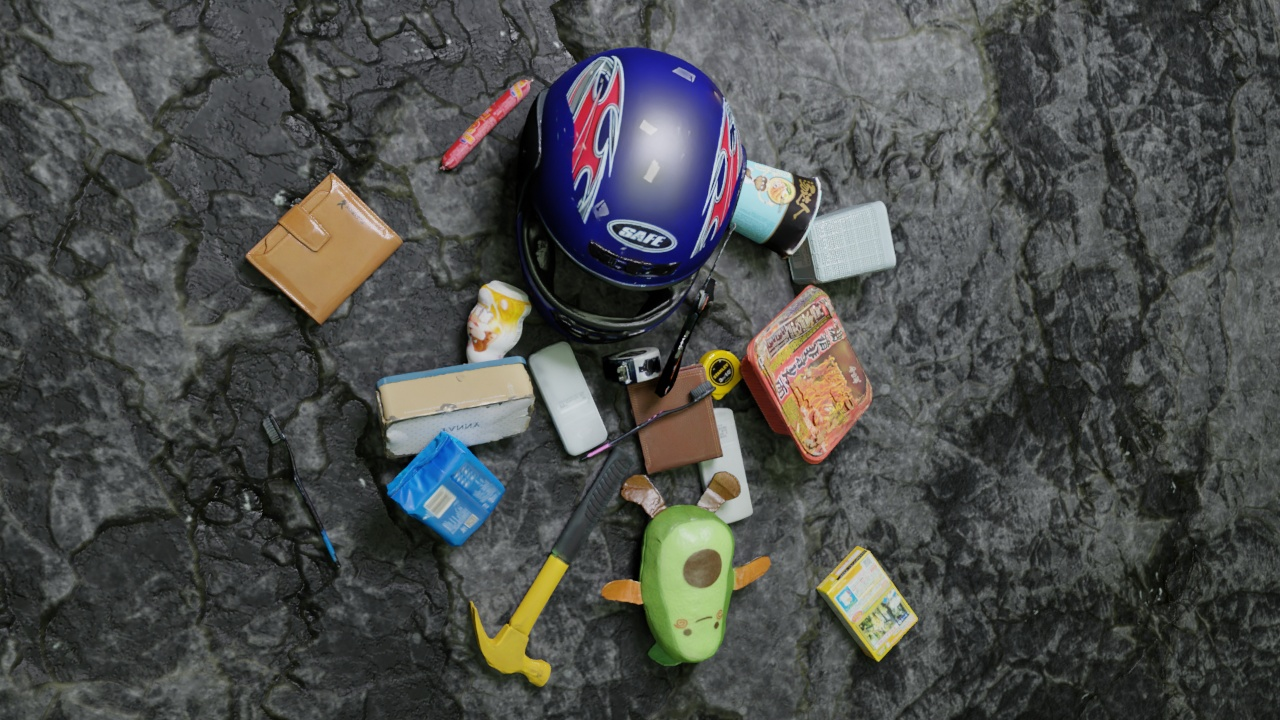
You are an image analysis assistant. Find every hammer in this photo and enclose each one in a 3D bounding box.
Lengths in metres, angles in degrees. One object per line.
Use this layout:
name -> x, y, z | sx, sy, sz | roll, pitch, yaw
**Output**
hammer -> -0.097, 0.238, 1.110 | 0.128, 0.033, 0.300 | 35, 81, -21

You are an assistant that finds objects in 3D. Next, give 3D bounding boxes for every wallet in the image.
wallet -> 0.043, 0.073, 1.143 | 0.101, 0.032, 0.124 | -13, 97, 1
wallet -> -0.342, -0.121, 0.995 | 0.108, 0.031, 0.131 | 47, 76, -19

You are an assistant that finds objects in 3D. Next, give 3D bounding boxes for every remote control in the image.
remote control -> -0.088, 0.046, 1.107 | 0.055, 0.020, 0.136 | -27, 102, -19
remote control -> 0.103, 0.136, 1.185 | 0.058, 0.021, 0.150 | -14, 98, -14

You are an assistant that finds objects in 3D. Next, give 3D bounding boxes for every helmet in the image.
helmet -> -0.013, -0.179, 0.993 | 0.247, 0.241, 0.315 | 12, 84, -14

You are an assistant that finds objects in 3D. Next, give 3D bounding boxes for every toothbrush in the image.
toothbrush -> -0.371, 0.146, 1.008 | 0.016, 0.014, 0.189 | -23, 102, -17
toothbrush -> 0.007, 0.075, 1.120 | 0.189, 0.014, 0.018 | -29, 84, 3

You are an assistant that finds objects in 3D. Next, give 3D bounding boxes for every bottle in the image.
bottle -> -0.168, -0.034, 1.050 | 0.063, 0.063, 0.108 | 19, 100, -21

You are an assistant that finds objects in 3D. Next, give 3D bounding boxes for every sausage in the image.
sausage -> -0.178, -0.273, 1.055 | 0.020, 0.020, 0.155 | 45, 77, -18

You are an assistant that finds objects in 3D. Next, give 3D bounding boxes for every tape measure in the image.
tape measure -> 0.099, 0.015, 1.173 | 0.060, 0.029, 0.057 | -44, 108, -13
tape measure -> -0.007, 0.007, 1.112 | 0.066, 0.066, 0.033 | -14, 102, -18

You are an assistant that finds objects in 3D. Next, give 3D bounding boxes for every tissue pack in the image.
tissue pack -> -0.213, 0.145, 1.023 | 0.095, 0.052, 0.157 | -47, 148, -12

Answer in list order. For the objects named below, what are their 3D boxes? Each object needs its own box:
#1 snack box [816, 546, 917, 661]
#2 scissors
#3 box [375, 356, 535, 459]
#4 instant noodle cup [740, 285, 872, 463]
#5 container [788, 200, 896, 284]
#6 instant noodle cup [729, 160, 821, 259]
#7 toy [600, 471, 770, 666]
snack box -> 0.316, 0.338, 1.276 | 0.086, 0.034, 0.140 | -42, 105, -14
scissors -> 0.068, -0.057, 1.068 | 0.022, 0.220, 0.235 | 24, 108, 3
box -> -0.199, 0.051, 1.022 | 0.184, 0.090, 0.061 | -10, 57, -23
instant noodle cup -> 0.206, 0.020, 1.174 | 0.164, 0.079, 0.189 | -40, 107, -33
container -> 0.255, -0.149, 1.193 | 0.111, 0.090, 0.090 | -16, 98, -17
instant noodle cup -> 0.145, -0.197, 1.142 | 0.120, 0.111, 0.111 | 19, 86, -14
toy -> 0.058, 0.261, 1.141 | 0.226, 0.090, 0.246 | -4, 91, -14
